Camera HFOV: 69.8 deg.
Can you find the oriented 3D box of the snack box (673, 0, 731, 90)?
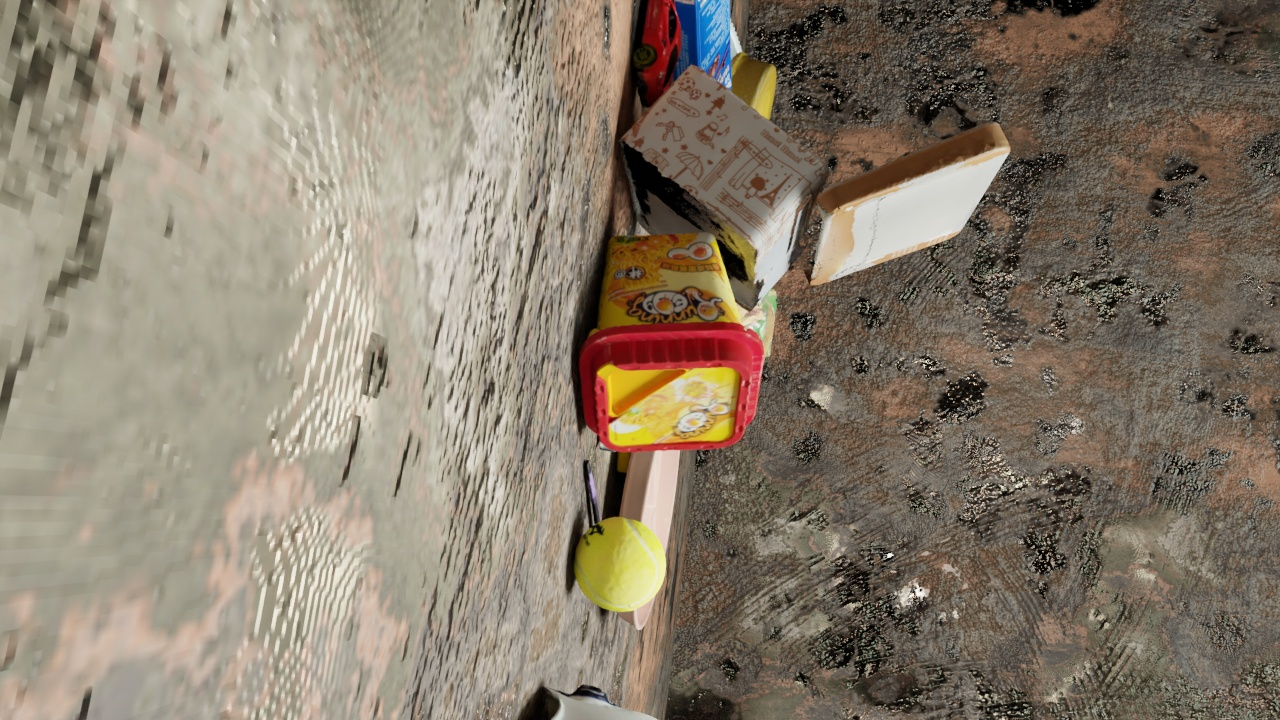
[{"bbox_3d":[0.051,-0.278,0.770,0.157,0.026,0.084,83,27,-47],"label":"snack box"}]

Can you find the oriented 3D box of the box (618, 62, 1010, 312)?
[{"bbox_3d":[0.118,-0.114,0.684,0.179,0.269,0.136,63,37,-77],"label":"box"}]

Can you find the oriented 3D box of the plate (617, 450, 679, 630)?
[{"bbox_3d":[0.008,0.139,0.880,0.229,0.028,0.229,9,89,-80],"label":"plate"}]

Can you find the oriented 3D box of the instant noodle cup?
[{"bbox_3d":[0.018,-0.016,0.619,0.116,0.116,0.123,89,-1,-51],"label":"instant noodle cup"}]

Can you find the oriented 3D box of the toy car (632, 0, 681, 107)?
[{"bbox_3d":[0.015,-0.242,0.681,0.049,0.031,0.106,77,19,-75],"label":"toy car"}]

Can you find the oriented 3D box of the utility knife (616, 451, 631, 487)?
[{"bbox_3d":[-0.005,0.005,0.821,0.033,0.015,0.223,-59,154,-82],"label":"utility knife"}]

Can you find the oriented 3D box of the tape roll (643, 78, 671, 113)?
[{"bbox_3d":[0.015,-0.232,0.764,0.085,0.014,0.086,9,88,-84],"label":"tape roll"}]

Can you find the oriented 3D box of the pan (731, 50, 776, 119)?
[{"bbox_3d":[0.079,-0.187,1.036,0.358,0.078,0.197,89,21,-63],"label":"pan"}]

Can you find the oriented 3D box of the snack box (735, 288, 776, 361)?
[{"bbox_3d":[0.079,-0.045,1.080,0.105,0.118,0.118,-131,-141,-54],"label":"snack box"}]

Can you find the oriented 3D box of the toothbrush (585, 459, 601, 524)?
[{"bbox_3d":[-0.034,0.131,0.718,0.189,0.017,0.014,84,2,-50],"label":"toothbrush"}]

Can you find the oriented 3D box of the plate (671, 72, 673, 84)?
[{"bbox_3d":[0.049,-0.285,0.907,0.192,0.039,0.192,8,88,-84],"label":"plate"}]

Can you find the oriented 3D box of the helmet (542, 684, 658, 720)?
[{"bbox_3d":[-0.006,0.321,0.540,0.259,0.146,0.228,86,12,-57],"label":"helmet"}]

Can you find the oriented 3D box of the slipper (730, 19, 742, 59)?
[{"bbox_3d":[0.091,-0.316,1.072,0.245,0.074,0.104,65,8,-47],"label":"slipper"}]

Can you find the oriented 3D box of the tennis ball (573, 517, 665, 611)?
[{"bbox_3d":[-0.015,0.143,0.646,0.065,0.065,0.065,8,88,-84],"label":"tennis ball"}]

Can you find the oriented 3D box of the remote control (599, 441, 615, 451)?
[{"bbox_3d":[-0.011,0.028,0.747,0.124,0.024,0.049,-58,153,-69],"label":"remote control"}]
